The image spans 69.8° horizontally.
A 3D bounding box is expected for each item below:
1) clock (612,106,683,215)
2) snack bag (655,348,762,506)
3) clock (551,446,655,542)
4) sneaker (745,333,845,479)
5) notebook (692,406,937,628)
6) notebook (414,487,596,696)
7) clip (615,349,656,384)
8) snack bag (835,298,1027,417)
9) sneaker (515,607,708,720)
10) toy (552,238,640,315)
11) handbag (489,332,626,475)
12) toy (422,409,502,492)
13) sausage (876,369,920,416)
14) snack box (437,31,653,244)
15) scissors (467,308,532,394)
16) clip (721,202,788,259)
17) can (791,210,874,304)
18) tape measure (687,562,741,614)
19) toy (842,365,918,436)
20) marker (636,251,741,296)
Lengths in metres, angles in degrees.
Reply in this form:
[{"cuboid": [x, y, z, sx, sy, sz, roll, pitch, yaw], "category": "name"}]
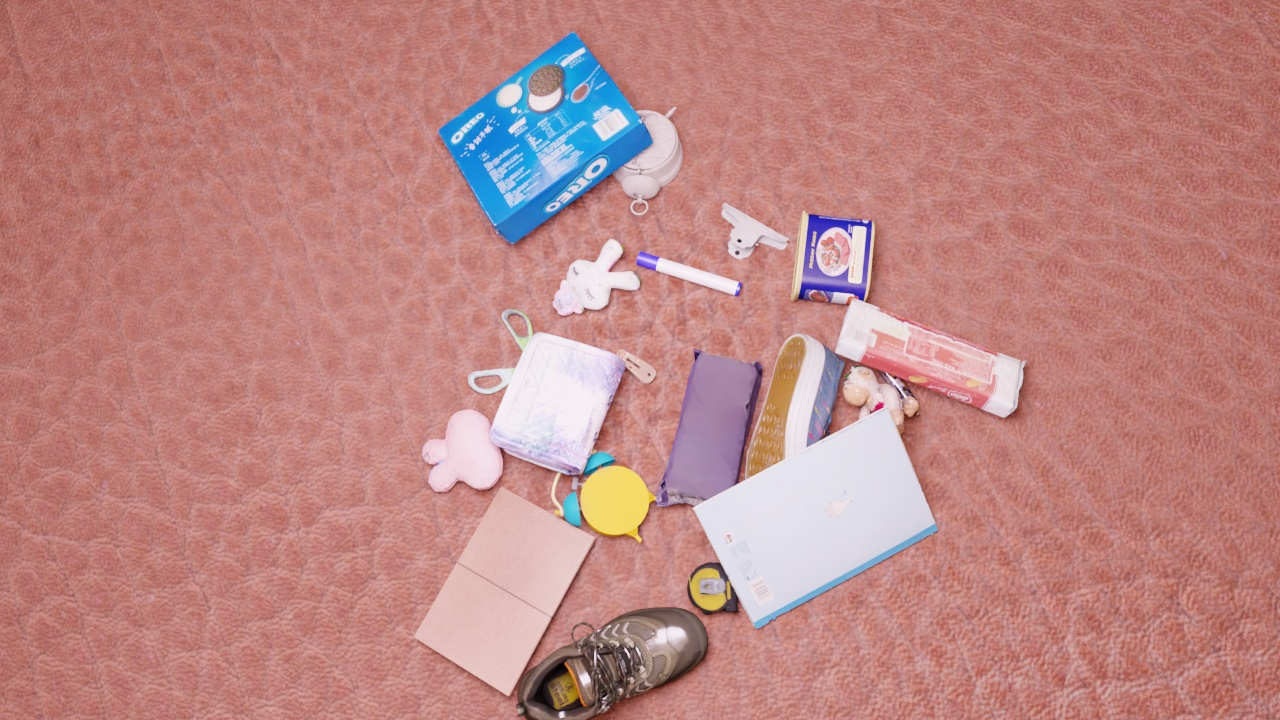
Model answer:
[{"cuboid": [0.003, -0.271, 1.241, 0.103, 0.061, 0.156, 2, 73, 7], "category": "clock"}, {"cuboid": [0.087, 0.087, 1.136, 0.096, 0.058, 0.205, 12, 74, 7], "category": "snack bag"}, {"cuboid": [-0.045, 0.168, 1.136, 0.129, 0.044, 0.099, 27, 73, 3], "category": "clock"}, {"cuboid": [0.194, 0.088, 1.129, 0.079, 0.088, 0.235, 19, 79, -25], "category": "sneaker"}, {"cuboid": [0.209, 0.187, 1.075, 0.253, 0.009, 0.181, -27, 107, -3], "category": "notebook"}, {"cuboid": [-0.165, 0.279, 1.125, 0.141, 0.008, 0.209, 25, 76, 17], "category": "notebook"}, {"cuboid": [-0.008, 0.005, 1.184, 0.059, 0.052, 0.026, 32, 78, 41], "category": "clip"}, {"cuboid": [0.355, -0.004, 1.129, 0.225, 0.041, 0.077, 22, 58, 4], "category": "snack bag"}, {"cuboid": [-0.040, 0.342, 1.037, 0.238, 0.143, 0.101, -25, 73, -2], "category": "sneaker"}, {"cuboid": [-0.063, -0.103, 1.215, 0.122, 0.038, 0.079, -34, 81, -2], "category": "toy"}, {"cuboid": [-0.100, 0.056, 1.144, 0.126, 0.069, 0.158, 16, 72, 19], "category": "handbag"}, {"cuboid": [-0.228, 0.120, 1.166, 0.105, 0.053, 0.108, -23, 74, 10], "category": "toy"}, {"cuboid": [0.306, 0.005, 1.158, 0.020, 0.020, 0.155, -31, 74, -3], "category": "sausage"}, {"cuboid": [-0.132, -0.301, 1.233, 0.239, 0.056, 0.195, -35, 64, 5], "category": "snack box"}, {"cuboid": [-0.147, 0.010, 1.207, 0.172, 0.023, 0.171, -28, 73, -8], "category": "scissors"}, {"cuboid": [0.140, -0.162, 1.225, 0.102, 0.045, 0.055, 32, 73, 14], "category": "clip"}, {"cuboid": [0.248, -0.130, 1.182, 0.092, 0.056, 0.116, 7, 76, 6], "category": "can"}, {"cuboid": [0.086, 0.273, 1.100, 0.061, 0.034, 0.061, -7, 74, 5], "category": "tape measure"}, {"cuboid": [0.286, 0.047, 1.121, 0.074, 0.085, 0.106, -19, 63, -22], "category": "toy"}, {"cuboid": [0.064, -0.115, 1.215, 0.141, 0.020, 0.020, 18, 77, 9], "category": "marker"}]
